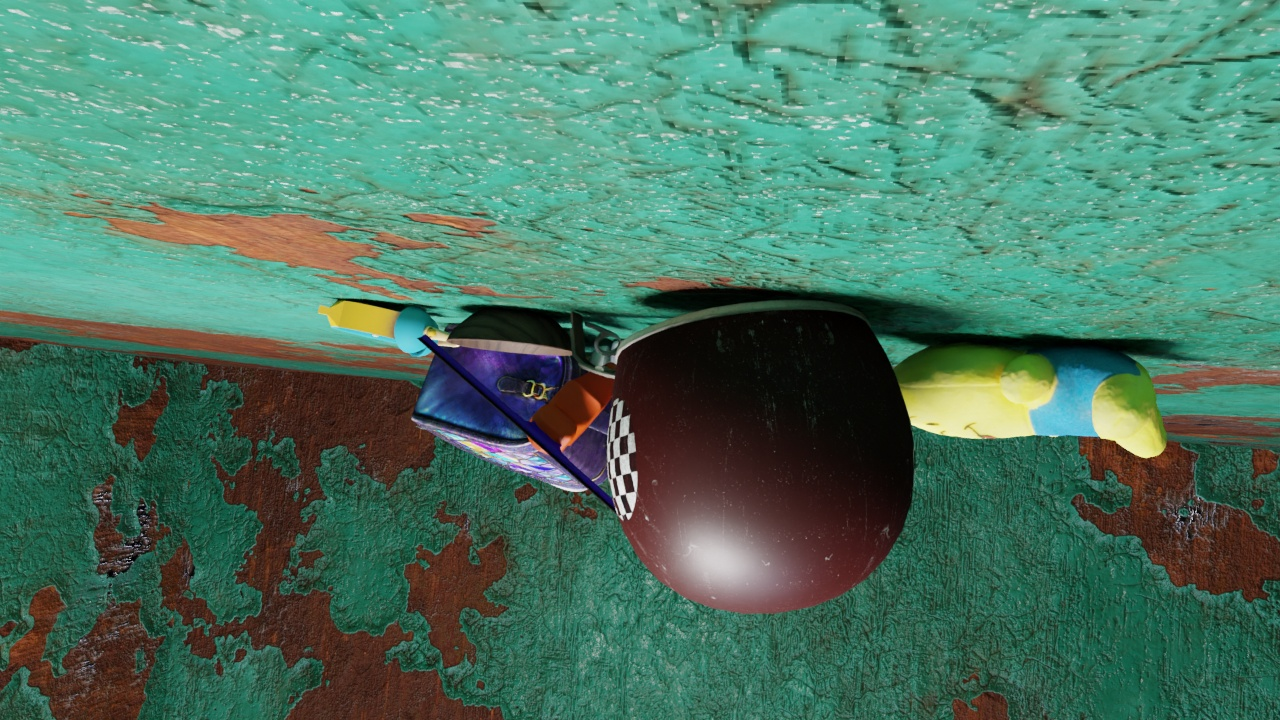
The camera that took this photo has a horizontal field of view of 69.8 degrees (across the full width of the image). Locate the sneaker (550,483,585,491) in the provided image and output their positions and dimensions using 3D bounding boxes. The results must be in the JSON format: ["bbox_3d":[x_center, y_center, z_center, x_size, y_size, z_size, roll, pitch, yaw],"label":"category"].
[{"bbox_3d":[-0.169,0.098,1.276,0.263,0.096,0.129,40,154,11],"label":"sneaker"}]

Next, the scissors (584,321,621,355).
[{"bbox_3d":[-0.009,0.015,0.910,0.164,0.014,0.142,27,120,-31],"label":"scissors"}]

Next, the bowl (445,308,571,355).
[{"bbox_3d":[-0.116,-0.027,0.839,0.119,0.032,0.119,5,176,0],"label":"bowl"}]

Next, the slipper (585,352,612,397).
[{"bbox_3d":[-0.135,0.030,1.169,0.263,0.115,0.052,2,-166,17],"label":"slipper"}]

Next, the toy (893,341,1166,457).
[{"bbox_3d":[0.303,0.026,0.747,0.214,0.084,0.148,3,169,34],"label":"toy"}]

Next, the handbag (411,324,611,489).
[{"bbox_3d":[-0.114,0.057,1.018,0.222,0.125,0.205,12,164,20],"label":"handbag"}]

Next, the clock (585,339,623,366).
[{"bbox_3d":[-0.006,0.006,1.034,0.126,0.052,0.088,3,176,30],"label":"clock"}]

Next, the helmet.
[{"bbox_3d":[0.074,0.055,0.672,0.233,0.253,0.234,-4,168,-5],"label":"helmet"}]

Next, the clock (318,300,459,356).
[{"bbox_3d":[-0.236,-0.031,0.875,0.129,0.043,0.099,13,175,-7],"label":"clock"}]

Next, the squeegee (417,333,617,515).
[{"bbox_3d":[-0.058,0.043,0.805,0.249,0.055,0.184,41,-150,3],"label":"squeegee"}]
